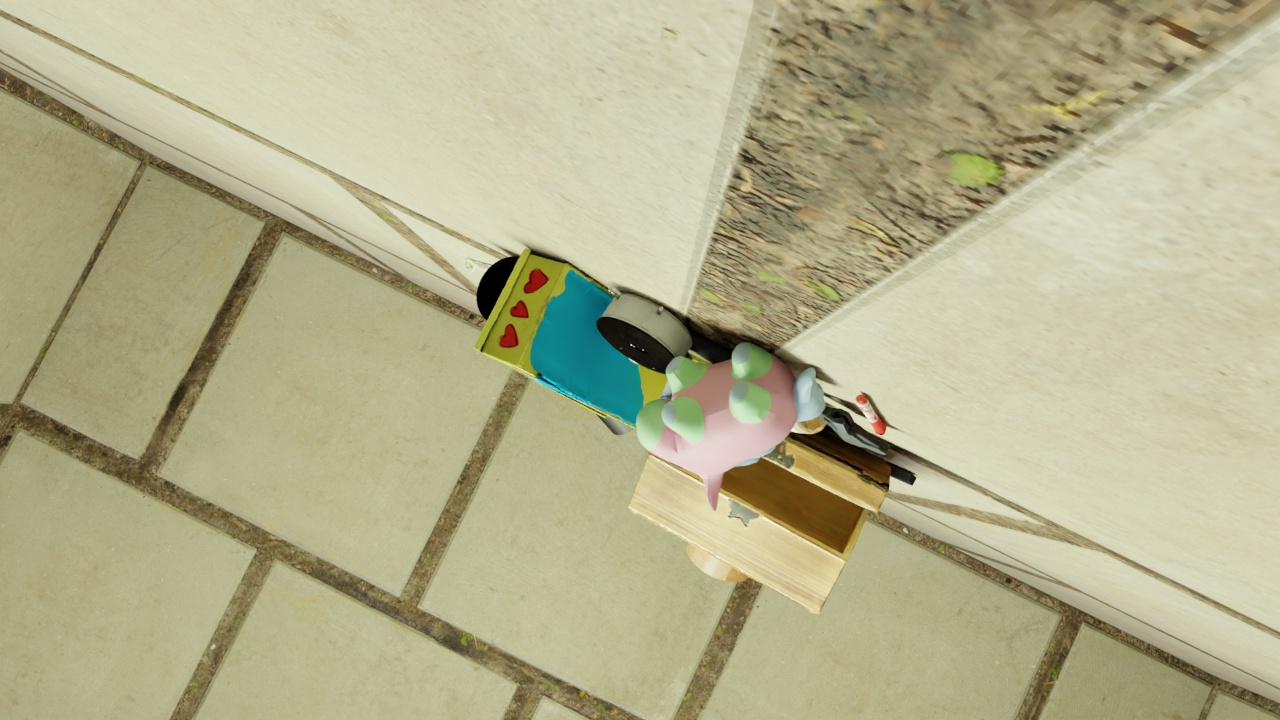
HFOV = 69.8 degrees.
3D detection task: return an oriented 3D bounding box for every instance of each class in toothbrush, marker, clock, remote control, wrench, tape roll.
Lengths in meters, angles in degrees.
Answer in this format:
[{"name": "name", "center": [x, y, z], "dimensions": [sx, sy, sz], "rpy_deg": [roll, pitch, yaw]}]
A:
[{"name": "toothbrush", "center": [-0.208, -0.124, 1.274], "dimensions": [0.155, 0.015, 0.022], "rpy_deg": [21, 139, 54]}, {"name": "marker", "center": [0.219, 0.052, 0.869], "dimensions": [0.013, 0.012, 0.142], "rpy_deg": [24, 175, 26]}, {"name": "clock", "center": [0.009, -0.021, 0.918], "dimensions": [0.095, 0.035, 0.123], "rpy_deg": [22, 161, 30]}, {"name": "remote control", "center": [0.330, 0.145, 1.321], "dimensions": [0.136, 0.015, 0.032], "rpy_deg": [23, 175, 36]}, {"name": "wrench", "center": [0.132, 0.024, 0.944], "dimensions": [0.273, 0.022, 0.073], "rpy_deg": [28, 173, 7]}, {"name": "tape roll", "center": [0.108, 0.248, 1.200], "dimensions": [0.094, 0.027, 0.093], "rpy_deg": [17, -156, -8]}]

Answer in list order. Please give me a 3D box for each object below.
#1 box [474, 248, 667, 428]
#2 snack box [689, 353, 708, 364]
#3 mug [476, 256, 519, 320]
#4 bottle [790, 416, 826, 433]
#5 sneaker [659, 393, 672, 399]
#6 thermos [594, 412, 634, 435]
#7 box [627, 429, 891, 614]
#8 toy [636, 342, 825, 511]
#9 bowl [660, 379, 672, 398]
[{"name": "box", "center": [-0.060, -0.017, 0.985], "dimensions": [0.079, 0.124, 0.220], "rpy_deg": [20, 174, 43]}, {"name": "snack box", "center": [0.076, 0.039, 1.035], "dimensions": [0.040, 0.028, 0.148], "rpy_deg": [25, 149, 38]}, {"name": "mug", "center": [-0.112, -0.067, 1.055], "dimensions": [0.118, 0.081, 0.098], "rpy_deg": [-5, 163, 22]}, {"name": "bottle", "center": [0.179, 0.063, 1.046], "dimensions": [0.043, 0.043, 0.111], "rpy_deg": [27, 175, -4]}, {"name": "sneaker", "center": [0.045, 0.058, 1.410], "dimensions": [0.083, 0.098, 0.241], "rpy_deg": [26, 176, -4]}, {"name": "thermos", "center": [-0.071, 0.016, 1.405], "dimensions": [0.198, 0.086, 0.086], "rpy_deg": [50, 167, -22]}, {"name": "box", "center": [0.176, 0.144, 1.214], "dimensions": [0.279, 0.192, 0.250], "rpy_deg": [25, -157, 15]}, {"name": "toy", "center": [0.093, 0.057, 0.888], "dimensions": [0.223, 0.120, 0.171], "rpy_deg": [-15, 145, 35]}, {"name": "bowl", "center": [-0.007, 0.007, 1.151], "dimensions": [0.114, 0.045, 0.114], "rpy_deg": [1, 152, 1]}]
